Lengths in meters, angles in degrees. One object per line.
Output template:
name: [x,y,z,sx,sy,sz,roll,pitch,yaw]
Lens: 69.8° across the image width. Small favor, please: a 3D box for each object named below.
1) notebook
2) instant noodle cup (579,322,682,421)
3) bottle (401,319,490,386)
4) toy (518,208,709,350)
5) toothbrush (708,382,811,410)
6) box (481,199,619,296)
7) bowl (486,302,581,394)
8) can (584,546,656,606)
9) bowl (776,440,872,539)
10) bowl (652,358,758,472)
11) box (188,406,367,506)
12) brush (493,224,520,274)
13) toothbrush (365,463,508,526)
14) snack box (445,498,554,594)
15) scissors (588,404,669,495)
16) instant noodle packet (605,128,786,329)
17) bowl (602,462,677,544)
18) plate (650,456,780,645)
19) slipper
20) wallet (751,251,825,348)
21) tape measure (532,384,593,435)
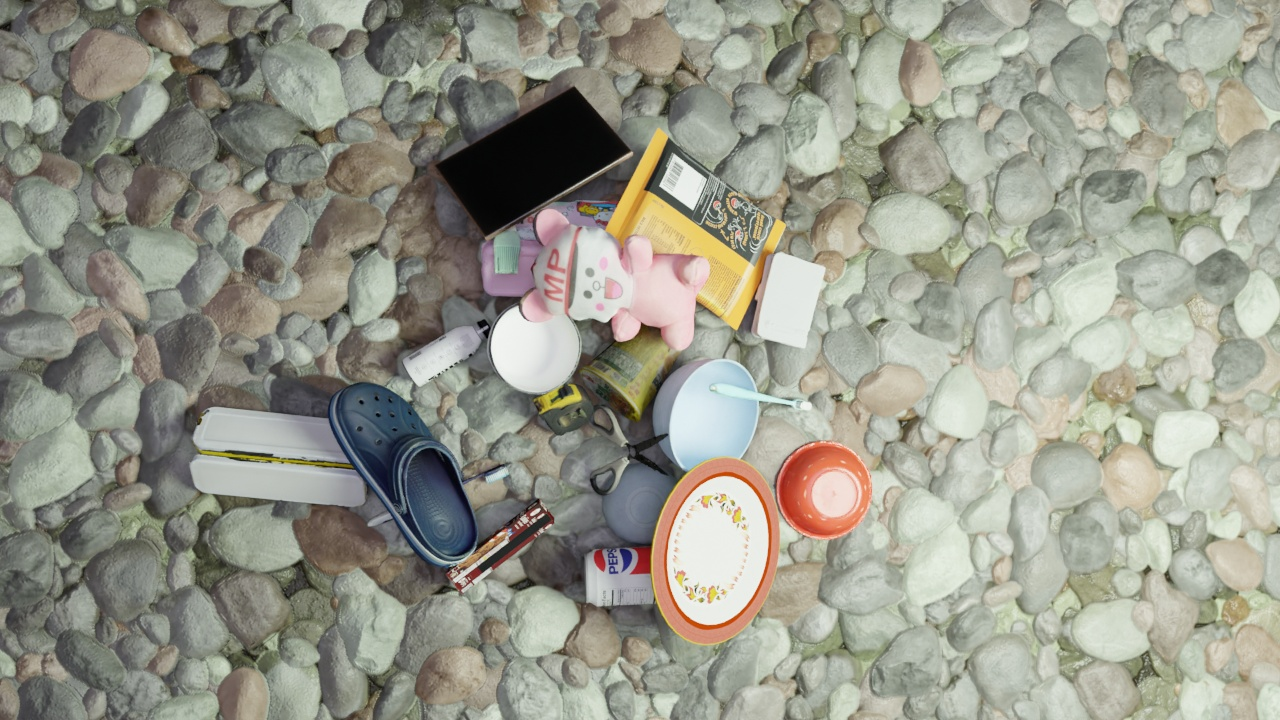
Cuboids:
notebook: [-0.134,-0.248,1.139,0.209,0.008,0.141,-32,63,-9]
instant noodle cup: [-0.007,0.006,1.149,0.102,0.102,0.108,42,75,-3]
bottle: [-0.239,-0.013,1.148,0.116,0.041,0.041,-32,92,-5]
toy: [-0.031,-0.092,1.079,0.213,0.084,0.142,10,120,-4]
toothbrush: [0.151,0.046,1.149,0.180,0.017,0.016,12,91,-39]
box: [-0.100,-0.145,1.168,0.201,0.103,0.101,0,128,-6]
bowl: [-0.136,-0.018,1.137,0.116,0.066,0.116,-1,94,-19]
can: [-0.003,0.270,1.151,0.132,0.070,0.070,-1,89,-6]
bowl: [0.244,0.170,1.189,0.130,0.045,0.130,0,89,-6]
bowl: [0.070,0.065,1.148,0.150,0.075,0.151,-12,109,-37]
box: [-0.440,0.121,1.137,0.210,0.080,0.083,7,48,-6]
brush: [-0.162,-0.201,1.133,0.033,0.012,0.217,1,64,-5]
toothbrush: [-0.255,0.173,1.156,0.189,0.016,0.017,-22,101,-6]
snack box: [-0.173,0.230,1.144,0.141,0.051,0.032,-37,92,-5]
scissors: [-0.024,0.112,1.131,0.012,0.158,0.169,-3,45,-38]
instant noodle packet: [0.072,-0.161,1.153,0.220,0.032,0.159,32,77,-24]
bowl: [0.005,0.184,1.169,0.106,0.039,0.106,0,89,-6]
plate: [0.092,0.233,1.133,0.229,0.021,0.230,-1,92,-42]
slipper: [-0.267,0.126,1.094,0.104,0.095,0.253,-32,88,-44]
wallet: [0.190,-0.078,1.197,0.086,0.032,0.116,18,86,-20]
tape measure: [-0.091,0.062,1.149,0.062,0.067,0.038,-29,49,0]
